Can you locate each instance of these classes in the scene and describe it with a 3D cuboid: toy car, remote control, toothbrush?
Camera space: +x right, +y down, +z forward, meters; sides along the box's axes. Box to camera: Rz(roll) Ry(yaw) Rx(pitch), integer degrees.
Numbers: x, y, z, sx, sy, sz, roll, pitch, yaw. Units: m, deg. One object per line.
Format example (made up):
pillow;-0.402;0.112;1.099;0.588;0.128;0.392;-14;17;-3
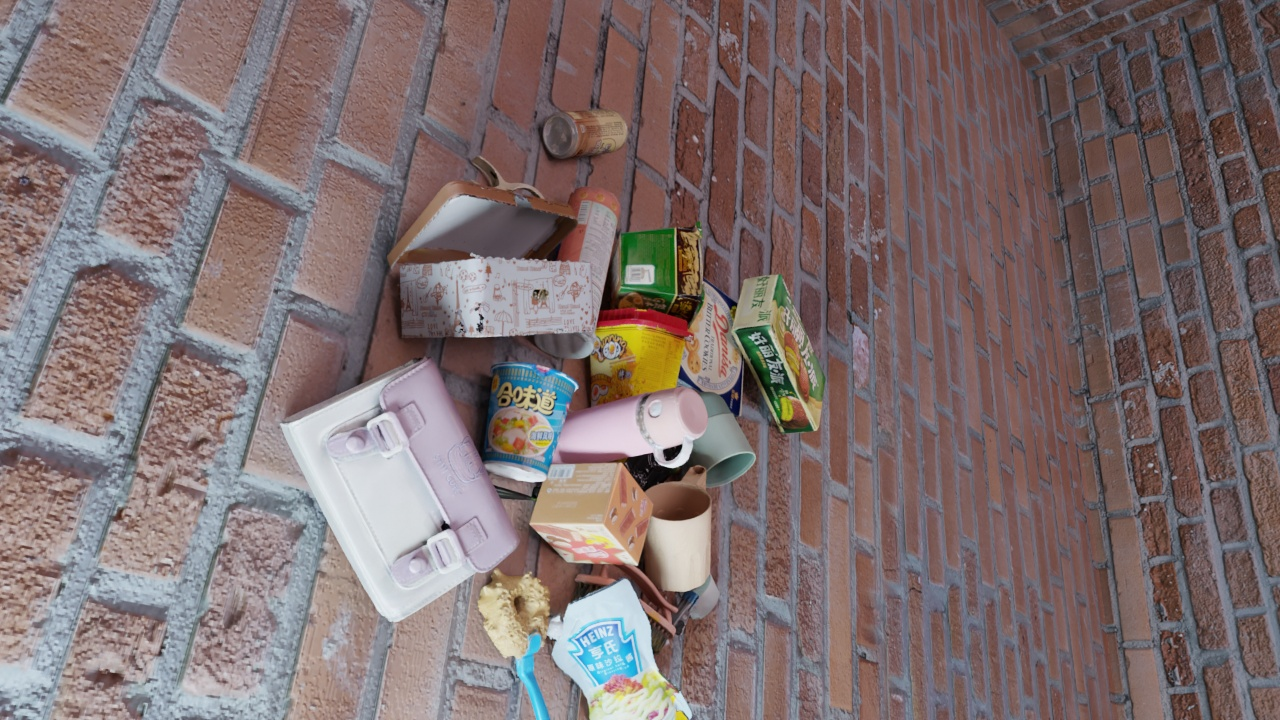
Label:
toy car;0.003;0.136;1.144;0.155;0.041;0.071;-45;112;-42
remote control;0.060;0.265;1.184;0.056;0.019;0.135;-36;105;-50
toothbrush;-0.173;0.131;0.948;0.212;0.026;0.027;18;78;-46

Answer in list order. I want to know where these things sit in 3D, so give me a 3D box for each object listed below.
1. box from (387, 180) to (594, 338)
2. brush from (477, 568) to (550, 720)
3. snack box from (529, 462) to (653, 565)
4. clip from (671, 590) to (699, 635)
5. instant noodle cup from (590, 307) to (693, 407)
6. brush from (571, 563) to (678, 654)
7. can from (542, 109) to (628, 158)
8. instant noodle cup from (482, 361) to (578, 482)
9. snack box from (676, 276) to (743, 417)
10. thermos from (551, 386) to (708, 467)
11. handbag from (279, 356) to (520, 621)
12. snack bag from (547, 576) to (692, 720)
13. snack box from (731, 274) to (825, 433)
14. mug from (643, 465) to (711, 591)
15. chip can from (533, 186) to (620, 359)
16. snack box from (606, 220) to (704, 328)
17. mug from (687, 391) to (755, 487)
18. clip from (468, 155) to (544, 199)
box;-0.153;-0.104;0.965;0.181;0.149;0.158;-5;96;-51
brush;-0.107;0.334;0.929;0.083;0.046;0.254;1;71;-52
snack box;-0.052;0.169;1.010;0.094;0.093;0.076;57;38;-44
clip;0.054;0.315;1.146;0.027;0.024;0.056;40;73;-31
instant noodle cup;-0.007;0.007;1.135;0.116;0.116;0.123;13;79;-47
brush;-0.008;0.284;1.060;0.145;0.063;0.072;43;57;-33
can;-0.071;-0.298;1.202;0.116;0.059;0.058;-23;95;-51
instant noodle cup;-0.125;0.069;0.983;0.099;0.099;0.109;29;65;-41
snack box;0.078;-0.030;1.294;0.182;0.046;0.177;31;54;-39
thermos;-0.018;0.085;1.013;0.067;0.199;0.087;24;60;-44
handbag;-0.210;0.111;0.824;0.144;0.099;0.197;-30;102;-28
snack bag;-0.025;0.336;0.997;0.038;0.110;0.191;-81;147;-74
snack box;0.213;-0.006;1.390;0.240;0.063;0.114;59;35;-37
mug;0.051;0.201;1.107;0.124;0.084;0.104;-45;138;-56
chip can;-0.074;-0.111;1.119;0.071;0.071;0.214;36;51;-37
snack box;0.017;-0.107;1.170;0.105;0.118;0.118;3;67;-11
mug;0.091;0.110;1.223;0.082;0.112;0.106;-18;59;-17
clip;-0.160;-0.188;1.077;0.103;0.035;0.076;22;60;-39
